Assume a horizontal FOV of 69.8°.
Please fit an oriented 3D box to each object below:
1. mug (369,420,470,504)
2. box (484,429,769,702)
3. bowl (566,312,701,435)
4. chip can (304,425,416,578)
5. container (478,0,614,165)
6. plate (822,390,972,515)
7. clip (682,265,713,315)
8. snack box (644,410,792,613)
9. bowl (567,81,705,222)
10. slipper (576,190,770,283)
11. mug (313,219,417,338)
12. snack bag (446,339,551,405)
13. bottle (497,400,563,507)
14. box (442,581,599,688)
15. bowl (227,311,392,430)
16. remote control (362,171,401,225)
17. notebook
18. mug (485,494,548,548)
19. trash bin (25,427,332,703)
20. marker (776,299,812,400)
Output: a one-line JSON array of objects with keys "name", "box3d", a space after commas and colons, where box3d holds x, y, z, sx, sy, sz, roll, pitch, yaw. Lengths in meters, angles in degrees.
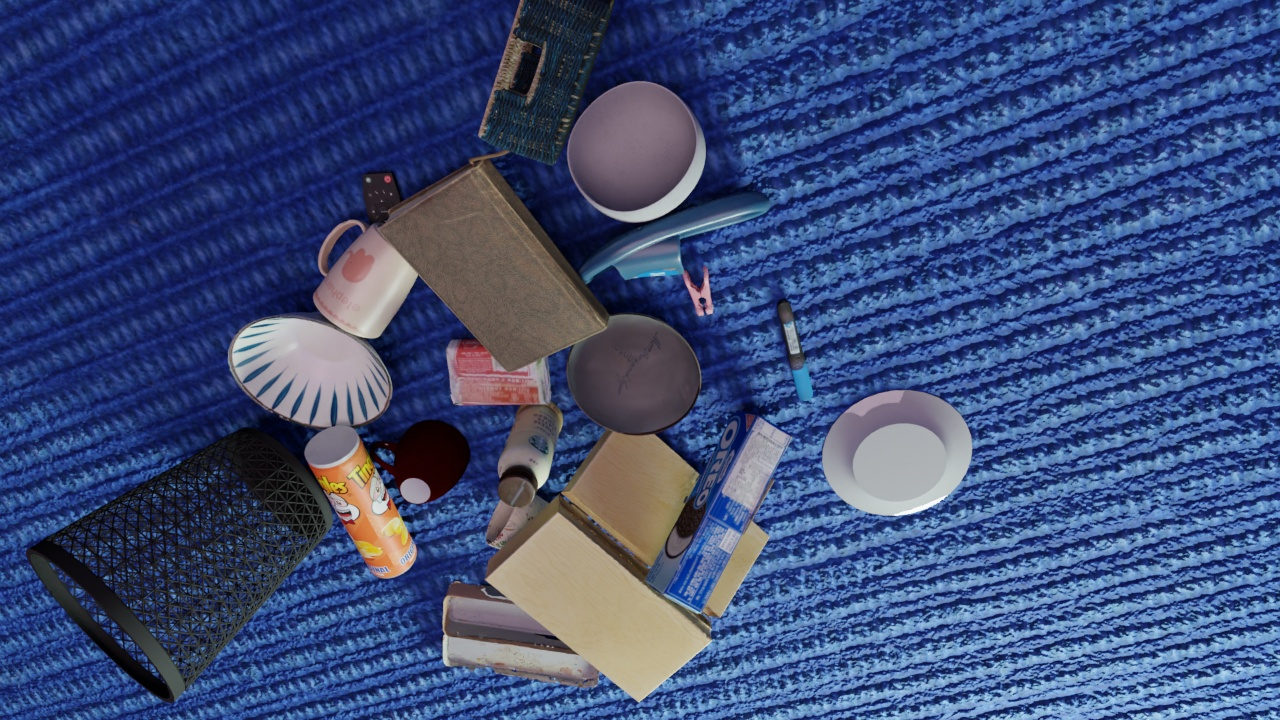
[{"name": "mug", "box3d": [-0.267, 0.125, 1.085, 0.114, 0.088, 0.087, 19, 116, -5]}, {"name": "box", "box3d": [-0.008, 0.232, 1.076, 0.247, 0.097, 0.260, 43, 79, -16]}, {"name": "bowl", "box3d": [-0.006, 0.006, 1.025, 0.151, 0.056, 0.151, 2, 117, 3]}, {"name": "chip can", "box3d": [-0.331, 0.173, 1.099, 0.062, 0.062, 0.211, -6, 131, 7]}, {"name": "container", "box3d": [-0.078, -0.272, 0.822, 0.071, 0.187, 0.145, 20, 116, -10]}, {"name": "plate", "box3d": [0.303, 0.116, 1.077, 0.173, 0.019, 0.173, 2, 116, 3]}, {"name": "clip", "box3d": [0.061, -0.074, 1.001, 0.035, 0.022, 0.058, -13, 116, 6]}, {"name": "snack box", "box3d": [0.088, 0.168, 1.034, 0.059, 0.059, 0.226, 32, 82, -19]}, {"name": "bowl", "box3d": [0.000, -0.199, 0.904, 0.132, 0.064, 0.131, -3, 81, 17]}, {"name": "slipper", "box3d": [0.033, -0.118, 0.935, 0.214, 0.103, 0.059, -21, 90, 9]}, {"name": "mug", "box3d": [-0.294, -0.098, 0.976, 0.111, 0.085, 0.104, 44, 104, 15]}, {"name": "snack bag", "box3d": [-0.161, 0.013, 1.051, 0.116, 0.036, 0.077, -1, 117, 4]}, {"name": "bottle", "box3d": [-0.124, 0.102, 1.022, 0.056, 0.161, 0.057, 2, 116, 3]}, {"name": "box", "box3d": [-0.158, 0.375, 1.230, 0.216, 0.042, 0.149, 7, 112, 0]}, {"name": "bowl", "box3d": [-0.359, -0.005, 1.028, 0.177, 0.070, 0.178, 3, 135, 3]}, {"name": "remote control", "box3d": [-0.273, -0.143, 0.997, 0.039, 0.010, 0.125, -2, 116, 5]}, {"name": "notebook", "box3d": [-0.131, -0.098, 0.917, 0.191, 0.034, 0.215, -22, 120, 33]}, {"name": "mug", "box3d": [-0.132, 0.224, 1.114, 0.097, 0.121, 0.081, 30, 144, -18]}, {"name": "trash bin", "box3d": [-0.496, 0.212, 1.031, 0.217, 0.242, 0.217, 23, 136, 24]}, {"name": "marker", "box3d": [0.173, -0.011, 1.028, 0.018, 0.015, 0.123, -15, 112, 7]}]
